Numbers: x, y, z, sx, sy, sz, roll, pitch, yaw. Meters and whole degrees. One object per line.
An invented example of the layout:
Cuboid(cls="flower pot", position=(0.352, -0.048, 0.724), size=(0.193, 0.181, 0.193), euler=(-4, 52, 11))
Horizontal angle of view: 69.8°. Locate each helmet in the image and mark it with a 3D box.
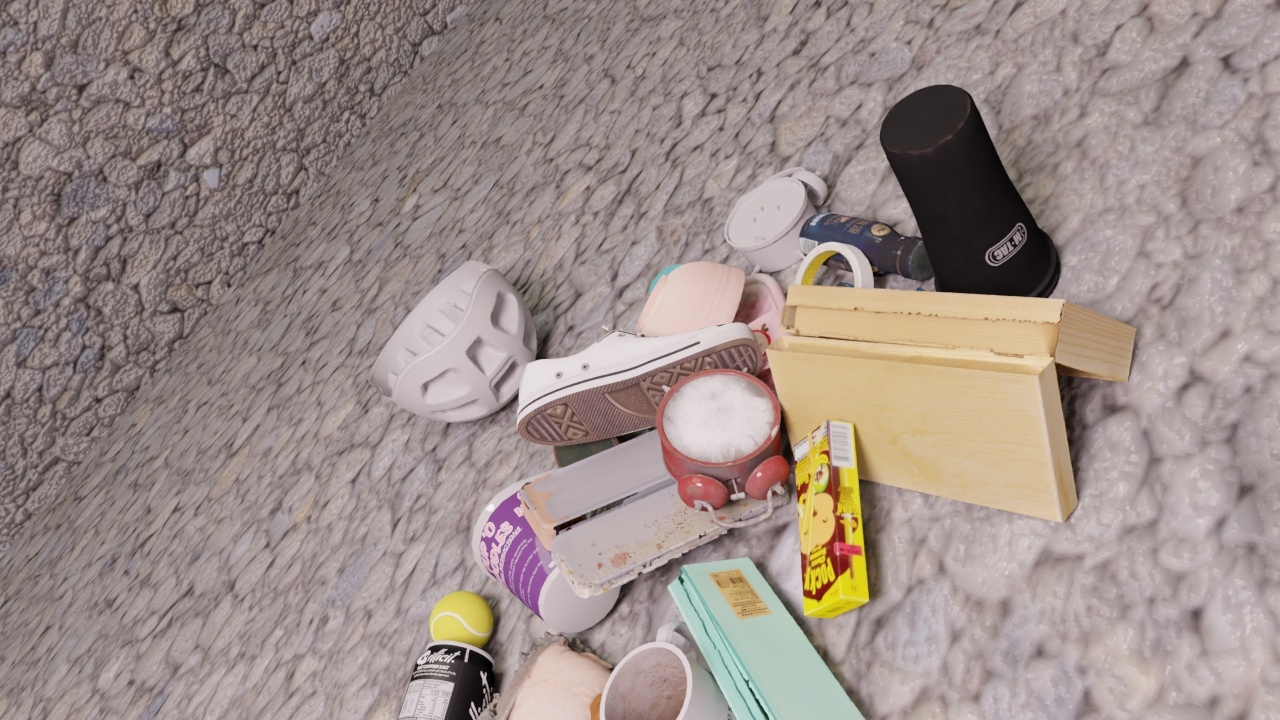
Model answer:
Cuboid(cls="helmet", position=(-0.260, -0.024, 1.243), size=(0.283, 0.184, 0.223), euler=(17, 61, 46))

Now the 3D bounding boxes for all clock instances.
Cuboid(cls="clock", position=(0.157, -0.171, 1.070), size=(0.120, 0.061, 0.158), euler=(-18, 43, 34))
Cuboid(cls="clock", position=(0.075, 0.083, 0.813), size=(0.110, 0.062, 0.156), euler=(-12, 48, -1))

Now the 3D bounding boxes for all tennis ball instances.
Cuboid(cls="tennis ball", position=(-0.186, 0.273, 0.955), size=(0.065, 0.065, 0.065), euler=(-28, 37, 23))

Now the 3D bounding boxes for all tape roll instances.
Cuboid(cls="tape roll", position=(0.192, -0.071, 0.919), size=(0.094, 0.019, 0.094), euler=(-8, 80, 56))

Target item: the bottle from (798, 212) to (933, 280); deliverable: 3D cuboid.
Cuboid(cls="bottle", position=(0.230, -0.115, 0.936), size=(0.056, 0.056, 0.161), euler=(-51, 34, -9))

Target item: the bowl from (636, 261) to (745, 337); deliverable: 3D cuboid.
Cuboid(cls="bowl", position=(0.044, -0.046, 0.985), size=(0.153, 0.076, 0.152), euler=(-61, 9, 16))

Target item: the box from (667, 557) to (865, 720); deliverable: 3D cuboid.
Cuboid(cls="box", position=(0.095, 0.220, 0.702), size=(0.080, 0.077, 0.188), euler=(-43, 33, 5))

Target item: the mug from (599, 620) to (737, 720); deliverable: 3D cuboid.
Cuboid(cls="mug", position=(0.033, 0.260, 0.708), size=(0.083, 0.096, 0.119), euler=(-25, 39, 27))

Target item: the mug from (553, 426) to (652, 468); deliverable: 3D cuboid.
Cuboid(cls="mug", position=(-0.035, 0.087, 0.990), size=(0.081, 0.085, 0.110), euler=(-29, 6, 25))

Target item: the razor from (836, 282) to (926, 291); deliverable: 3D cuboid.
Cuboid(cls="razor", position=(0.237, -0.059, 0.892), size=(0.018, 0.044, 0.141), euler=(-55, 28, -7))

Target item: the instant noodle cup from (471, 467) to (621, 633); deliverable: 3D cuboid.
Cuboid(cls="instant noodle cup", position=(-0.079, 0.188, 0.886), size=(0.137, 0.122, 0.122), euler=(-55, 37, 0))

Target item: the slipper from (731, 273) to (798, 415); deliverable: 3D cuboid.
Cuboid(cls="slipper", position=(0.118, -0.016, 0.951), size=(0.107, 0.055, 0.221), euler=(-33, 35, 21))

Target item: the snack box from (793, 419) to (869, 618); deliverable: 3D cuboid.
Cuboid(cls="snack box", position=(0.151, 0.126, 0.737), size=(0.061, 0.025, 0.148), euler=(126, 151, -56))

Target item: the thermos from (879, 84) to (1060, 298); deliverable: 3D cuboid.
Cuboid(cls="thermos", position=(0.272, -0.126, 0.765), size=(0.106, 0.218, 0.105), euler=(-21, 47, 25))

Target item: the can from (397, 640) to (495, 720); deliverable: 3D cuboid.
Cuboid(cls="can", position=(-0.190, 0.348, 0.865), size=(0.080, 0.080, 0.145), euler=(-20, 41, 32))

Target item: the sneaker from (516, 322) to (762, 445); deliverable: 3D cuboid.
Cuboid(cls="sneaker", position=(-0.006, 0.005, 0.904), size=(0.246, 0.091, 0.097), euler=(-18, 49, 10))

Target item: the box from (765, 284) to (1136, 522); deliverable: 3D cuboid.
Cuboid(cls="box", position=(0.232, 0.010, 0.740), size=(0.249, 0.141, 0.184), euler=(7, 66, 50))

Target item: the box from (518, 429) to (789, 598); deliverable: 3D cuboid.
Cuboid(cls="box", position=(0.012, 0.127, 0.842), size=(0.216, 0.043, 0.151), euler=(-20, 40, -20))

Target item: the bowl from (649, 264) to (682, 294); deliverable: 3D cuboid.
Cuboid(cls="bowl", position=(0.046, -0.080, 1.103), size=(0.121, 0.046, 0.121), euler=(-28, 37, 24))

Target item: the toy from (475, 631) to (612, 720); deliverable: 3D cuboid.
Cuboid(cls="toy", position=(-0.060, 0.298, 0.790), size=(0.176, 0.076, 0.132), euler=(-9, 32, 44))
